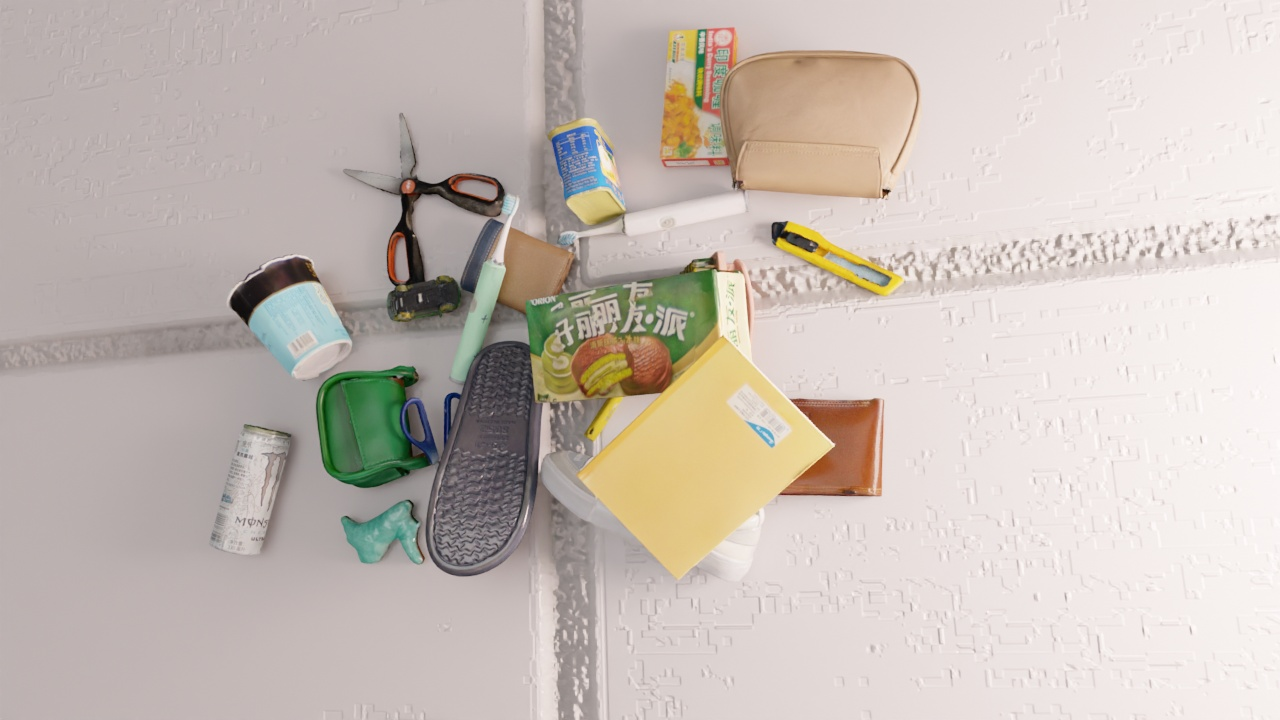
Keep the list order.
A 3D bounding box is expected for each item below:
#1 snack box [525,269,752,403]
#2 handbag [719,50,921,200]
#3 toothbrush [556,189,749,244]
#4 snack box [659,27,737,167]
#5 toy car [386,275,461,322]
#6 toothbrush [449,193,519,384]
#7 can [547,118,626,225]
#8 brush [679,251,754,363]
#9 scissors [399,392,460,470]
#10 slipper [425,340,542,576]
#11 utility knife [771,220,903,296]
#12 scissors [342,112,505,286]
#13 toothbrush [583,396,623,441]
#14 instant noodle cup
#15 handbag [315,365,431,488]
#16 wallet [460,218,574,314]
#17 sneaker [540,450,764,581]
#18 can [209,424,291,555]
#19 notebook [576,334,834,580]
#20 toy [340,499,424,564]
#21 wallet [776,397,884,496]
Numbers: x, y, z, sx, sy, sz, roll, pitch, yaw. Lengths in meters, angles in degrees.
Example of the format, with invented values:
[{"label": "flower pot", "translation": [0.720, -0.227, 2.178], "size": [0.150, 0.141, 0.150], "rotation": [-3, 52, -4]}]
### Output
[{"label": "snack box", "translation": [-0.006, -0.021, 0.940], "size": [0.241, 0.063, 0.114], "rotation": [-6, 90, 34]}, {"label": "handbag", "translation": [0.186, -0.244, 0.960], "size": [0.205, 0.099, 0.147], "rotation": [8, 90, 16]}, {"label": "toothbrush", "translation": [0.011, -0.157, 1.025], "size": [0.221, 0.027, 0.026], "rotation": [-10, 34, 13]}, {"label": "snack box", "translation": [0.066, -0.297, 1.035], "size": [0.077, 0.027, 0.155], "rotation": [2, 81, 14]}, {"label": "toy car", "translation": [-0.252, -0.070, 1.075], "size": [0.091, 0.036, 0.043], "rotation": [-12, 76, 14]}, {"label": "toothbrush", "translation": [-0.172, -0.078, 1.031], "size": [0.026, 0.027, 0.225], "rotation": [33, 108, 51]}, {"label": "can", "translation": [-0.057, -0.206, 1.014], "size": [0.057, 0.102, 0.083], "rotation": [-15, 78, 11]}, {"label": "brush", "translation": [0.085, -0.038, 0.968], "size": [0.073, 0.063, 0.145], "rotation": [-4, 79, -16]}, {"label": "scissors", "translation": [-0.214, 0.116, 1.033], "size": [0.140, 0.012, 0.171], "rotation": [-43, 106, -29]}, {"label": "slipper", "translation": [-0.154, 0.109, 1.002], "size": [0.111, 0.083, 0.267], "rotation": [2, 63, 10]}, {"label": "utility knife", "translation": [0.204, -0.110, 0.970], "size": [0.154, 0.015, 0.033], "rotation": [28, 91, 18]}, {"label": "scissors", "translation": [-0.267, -0.196, 1.110], "size": [0.221, 0.021, 0.234], "rotation": [-1, 80, 15]}, {"label": "toothbrush", "translation": [-0.006, 0.006, 1.005], "size": [0.016, 0.016, 0.190], "rotation": [33, 90, 18]}, {"label": "instant noodle cup", "translation": [-0.405, -0.045, 1.085], "size": [0.111, 0.111, 0.120], "rotation": [-38, 82, 6]}, {"label": "handbag", "translation": [-0.304, 0.077, 1.053], "size": [0.120, 0.068, 0.131], "rotation": [-11, 76, 5]}, {"label": "wallet", "translation": [-0.142, -0.104, 1.055], "size": [0.115, 0.033, 0.090], "rotation": [23, 89, 17]}, {"label": "sneaker", "translation": [0.011, 0.132, 0.937], "size": [0.242, 0.089, 0.091], "rotation": [23, 102, 14]}, {"label": "can", "translation": [-0.458, 0.152, 1.080], "size": [0.058, 0.058, 0.146], "rotation": [11, 83, 17]}, {"label": "notebook", "translation": [0.057, 0.095, 0.867], "size": [0.146, 0.010, 0.207], "rotation": [45, 108, 1]}, {"label": "toy", "translation": [-0.287, 0.199, 1.041], "size": [0.092, 0.030, 0.096], "rotation": [-34, 79, 9]}, {"label": "wallet", "translation": [0.184, 0.087, 0.933], "size": [0.125, 0.032, 0.101], "rotation": [0, 78, 14]}]
